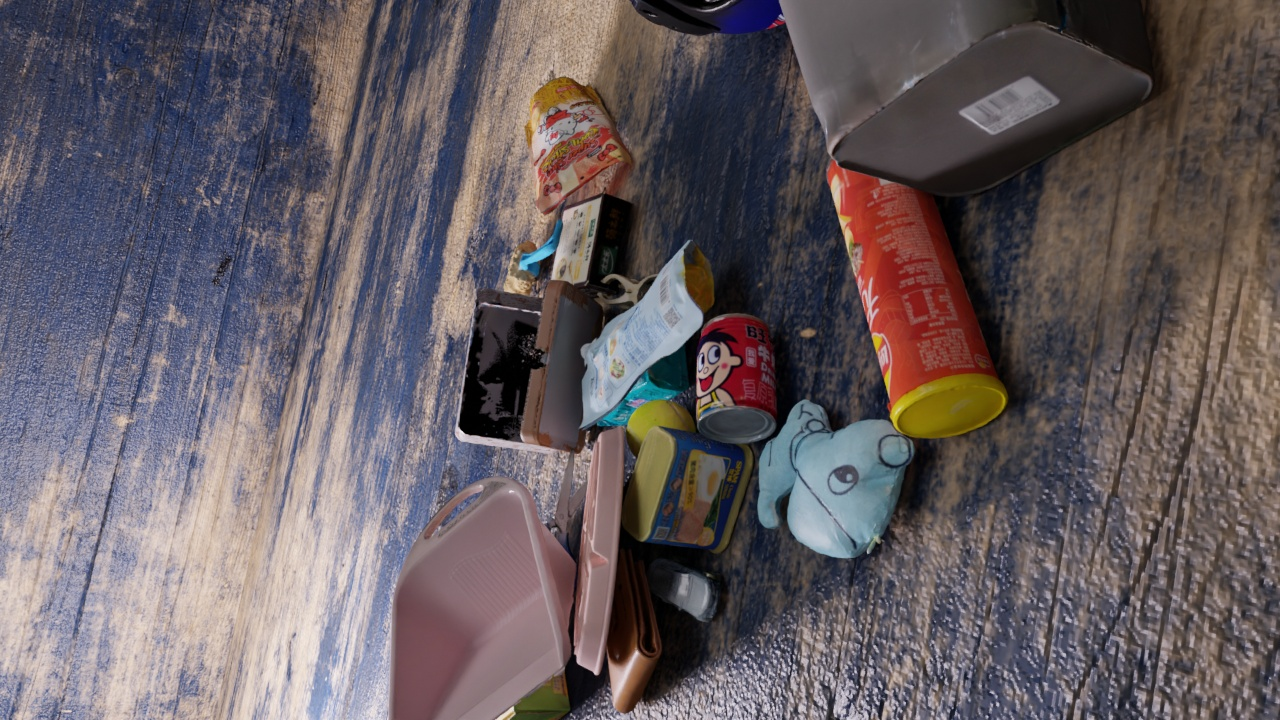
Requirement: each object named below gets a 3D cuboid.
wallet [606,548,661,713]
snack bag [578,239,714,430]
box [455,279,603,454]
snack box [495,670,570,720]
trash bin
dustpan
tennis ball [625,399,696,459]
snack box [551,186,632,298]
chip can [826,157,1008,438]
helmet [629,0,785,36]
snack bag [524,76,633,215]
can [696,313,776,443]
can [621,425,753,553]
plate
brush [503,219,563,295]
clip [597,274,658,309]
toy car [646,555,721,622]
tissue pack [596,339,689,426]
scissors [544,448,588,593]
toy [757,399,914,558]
[{"bbox_3d":[-0.011,0.248,0.840,0.132,0.031,0.107,106,158,-49],"label":"wallet"},{"bbox_3d":[-0.003,-0.021,0.864,0.192,0.038,0.110,-45,41,36],"label":"snack bag"},{"bbox_3d":[-0.119,0.010,1.025,0.188,0.155,0.182,137,140,-75],"label":"box"},{"bbox_3d":[-0.158,0.329,1.053,0.158,0.070,0.209,-50,39,37],"label":"snack box"},{"bbox_3d":[0.196,-0.243,0.578,0.199,0.198,0.219,-32,59,51],"label":"trash bin"},{"bbox_3d":[-0.177,0.238,0.894,0.223,0.139,0.273,-40,8,12],"label":"dustpan"},{"bbox_3d":[0.019,0.069,0.861,0.066,0.065,0.065,-30,54,52],"label":"tennis ball"},{"bbox_3d":[-0.059,-0.134,1.082,0.126,0.053,0.113,-2,77,59],"label":"snack box"},{"bbox_3d":[0.183,-0.057,0.630,0.073,0.073,0.216,-42,45,44],"label":"chip can"},{"bbox_3d":[0.076,-0.394,0.757,0.315,0.240,0.248,-106,39,-68],"label":"helmet"},{"bbox_3d":[-0.089,-0.275,1.161,0.129,0.073,0.207,-27,44,9],"label":"snack bag"},{"bbox_3d":[0.081,0.015,0.773,0.067,0.066,0.093,-37,42,48],"label":"can"},{"bbox_3d":[0.039,0.111,0.794,0.057,0.083,0.102,28,103,59],"label":"can"},{"bbox_3d":[-0.041,0.174,0.863,0.229,0.028,0.229,-177,93,-86],"label":"plate"},{"bbox_3d":[-0.132,-0.132,1.167,0.255,0.046,0.083,-21,50,69],"label":"brush"},{"bbox_3d":[-0.006,-0.073,0.993,0.100,0.034,0.071,16,91,55],"label":"clip"},{"bbox_3d":[0.038,0.200,0.813,0.091,0.034,0.043,9,83,58],"label":"toy car"},{"bbox_3d":[-0.006,0.006,0.942,0.134,0.050,0.093,-36,50,48],"label":"tissue pack"},{"bbox_3d":[-0.098,0.183,1.009,0.012,0.156,0.165,19,-121,-79],"label":"scissors"},{"bbox_3d":[0.137,0.089,0.674,0.162,0.049,0.156,-56,32,34],"label":"toy"}]
